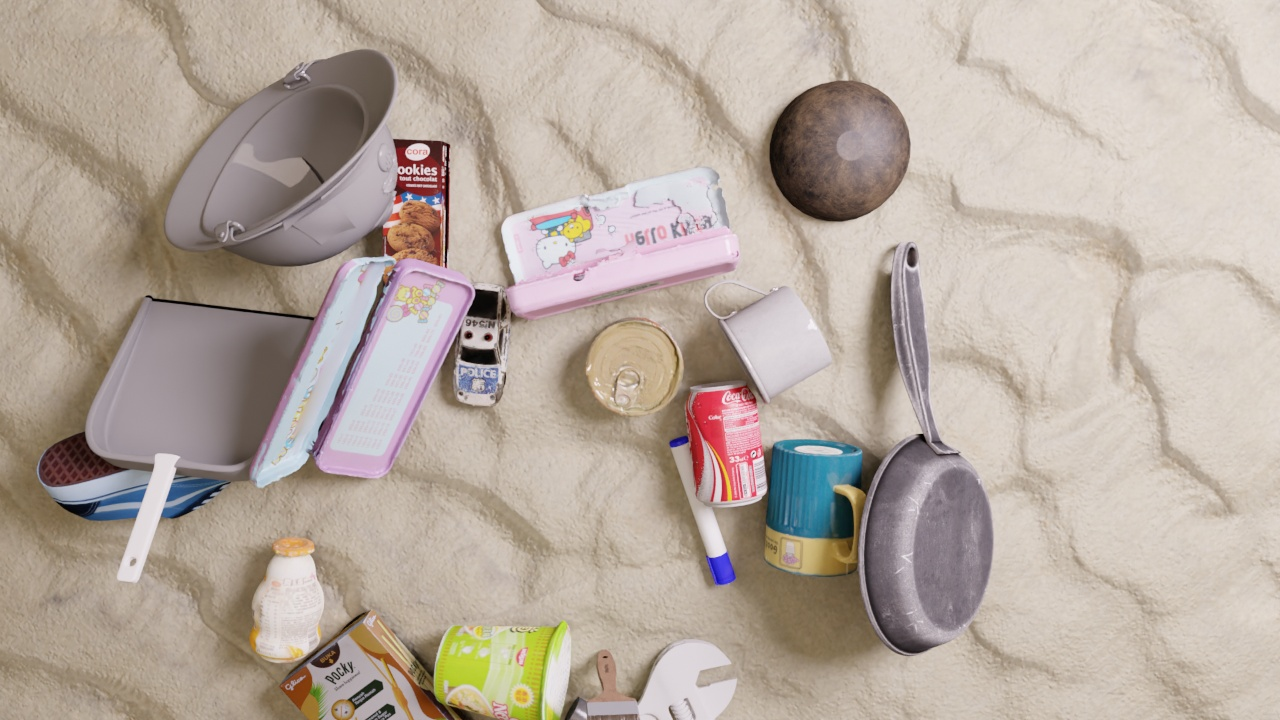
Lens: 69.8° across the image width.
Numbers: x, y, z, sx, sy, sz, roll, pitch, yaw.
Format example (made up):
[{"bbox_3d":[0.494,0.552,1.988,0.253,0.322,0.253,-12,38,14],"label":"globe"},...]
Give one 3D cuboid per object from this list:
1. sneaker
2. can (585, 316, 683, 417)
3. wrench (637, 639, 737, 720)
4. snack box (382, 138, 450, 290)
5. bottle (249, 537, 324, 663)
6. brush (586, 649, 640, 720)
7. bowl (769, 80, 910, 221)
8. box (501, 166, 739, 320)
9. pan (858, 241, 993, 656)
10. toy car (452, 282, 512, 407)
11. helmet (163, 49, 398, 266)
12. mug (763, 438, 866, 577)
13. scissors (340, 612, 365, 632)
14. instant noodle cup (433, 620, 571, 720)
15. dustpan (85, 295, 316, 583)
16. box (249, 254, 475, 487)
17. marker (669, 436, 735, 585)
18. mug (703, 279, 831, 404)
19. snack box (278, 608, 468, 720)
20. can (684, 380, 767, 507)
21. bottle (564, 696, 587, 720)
[{"bbox_3d":[-0.403,0.091,0.842,0.241,0.098,0.083,-13,54,-9],"label":"sneaker"},{"bbox_3d":[-0.005,0.005,0.820,0.086,0.043,0.086,0,98,2],"label":"can"},{"bbox_3d":[-0.036,0.348,0.851,0.273,0.018,0.086,-26,88,-7],"label":"wrench"},{"bbox_3d":[-0.198,-0.122,0.813,0.051,0.031,0.141,3,98,1],"label":"snack box"},{"bbox_3d":[-0.325,0.220,0.848,0.063,0.063,0.109,8,98,0],"label":"bottle"},{"bbox_3d":[-0.029,0.290,0.809,0.045,0.143,0.008,0,99,-7],"label":"brush"},{"bbox_3d":[0.174,-0.180,0.782,0.121,0.056,0.121,0,98,2],"label":"bowl"},{"bbox_3d":[-0.021,-0.106,0.790,0.202,0.087,0.102,-14,85,4],"label":"box"},{"bbox_3d":[0.245,0.073,0.787,0.187,0.055,0.356,4,87,-43],"label":"pan"},{"bbox_3d":[-0.142,-0.013,0.823,0.048,0.040,0.113,6,99,2],"label":"toy car"},{"bbox_3d":[-0.264,-0.143,0.761,0.272,0.117,0.183,-8,58,32],"label":"helmet"},{"bbox_3d":[0.161,0.129,0.799,0.083,0.114,0.107,2,95,-24],"label":"mug"},{"bbox_3d":[-0.296,0.327,0.886,0.210,0.015,0.146,-28,99,4],"label":"scissors"},{"bbox_3d":[-0.127,0.285,0.841,0.108,0.098,0.099,4,98,8],"label":"instant noodle cup"},{"bbox_3d":[-0.385,0.061,0.777,0.163,0.033,0.257,7,65,1],"label":"dustpan"},{"bbox_3d":[-0.237,0.010,0.773,0.049,0.149,0.214,38,108,26],"label":"box"},{"bbox_3d":[0.057,0.139,0.848,0.020,0.020,0.141,-19,97,4],"label":"marker"},{"bbox_3d":[0.108,-0.027,0.793,0.070,0.084,0.113,-30,91,3],"label":"mug"},{"bbox_3d":[-0.236,0.339,0.864,0.101,0.031,0.186,-37,97,4],"label":"snack box"},{"bbox_3d":[0.075,0.073,0.813,0.064,0.064,0.105,-7,93,2],"label":"can"},{"bbox_3d":[-0.018,0.364,0.876,0.113,0.030,0.030,32,97,-3],"label":"bottle"}]
